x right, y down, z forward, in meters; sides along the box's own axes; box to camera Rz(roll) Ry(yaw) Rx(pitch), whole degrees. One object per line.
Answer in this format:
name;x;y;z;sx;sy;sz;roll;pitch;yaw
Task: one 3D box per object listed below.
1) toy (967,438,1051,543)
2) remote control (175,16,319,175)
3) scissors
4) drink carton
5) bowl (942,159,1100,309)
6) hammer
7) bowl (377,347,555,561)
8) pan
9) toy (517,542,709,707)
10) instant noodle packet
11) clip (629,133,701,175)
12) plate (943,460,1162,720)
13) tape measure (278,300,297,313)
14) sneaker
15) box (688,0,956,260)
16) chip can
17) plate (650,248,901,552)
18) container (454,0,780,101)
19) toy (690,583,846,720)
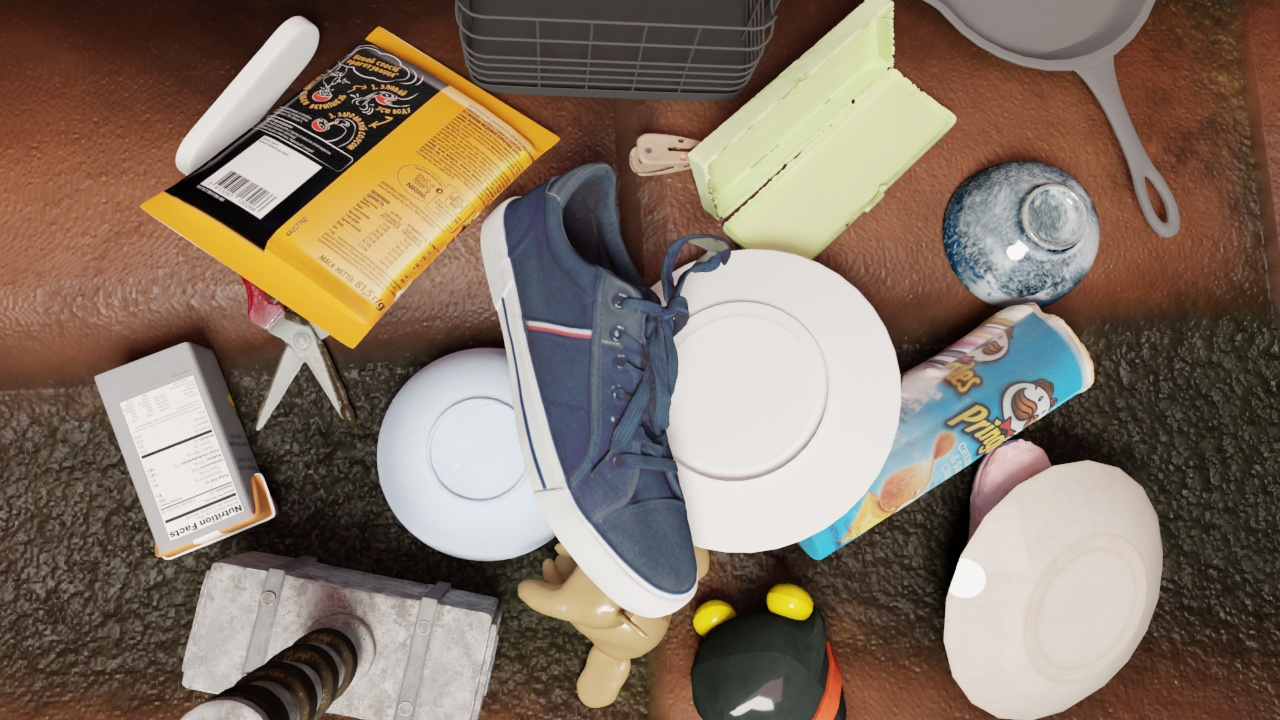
toy;0.280;0.112;0.648;0.105;0.053;0.108;9;87;-14
remote control;-0.269;-0.181;0.632;0.013;0.043;0.136;36;82;-1
scissors;-0.225;-0.056;0.637;0.179;0.015;0.199;-35;89;-8
drink carton;-0.296;0.059;0.601;0.076;0.048;0.125;-22;86;-7
bowl;0.287;-0.096;0.666;0.114;0.061;0.114;1;85;-6
hammer;-0.169;0.161;0.460;0.177;0.326;0.079;12;82;-4
bowl;-0.104;0.060;0.605;0.150;0.075;0.150;1;83;-4
pan;0.329;-0.256;0.705;0.216;0.024;0.354;-22;85;-7
toy;-0.023;0.153;0.592;0.106;0.108;0.134;33;81;27
instant noodle packet;-0.179;-0.125;0.603;0.160;0.032;0.220;33;59;7
clip;0.022;-0.150;0.658;0.061;0.041;0.024;-7;86;-1
plate;0.290;0.161;0.618;0.188;0.027;0.189;-5;103;-20
tape measure;-0.203;-0.057;0.611;0.062;0.038;0.067;20;84;-4
sneaker;-0.003;0.003;0.567;0.128;0.120;0.294;-30;68;33
box;0.128;-0.160;0.667;0.188;0.064;0.130;-44;110;-8
chip can;0.195;0.046;0.635;0.229;0.080;0.080;-31;87;-7
plate;0.065;0.021;0.610;0.209;0.015;0.208;-5;73;18
container;-0.017;-0.281;0.623;0.241;0.130;0.162;1;83;-5
toy;0.090;0.220;0.599;0.098;0.099;0.119;-23;116;33
